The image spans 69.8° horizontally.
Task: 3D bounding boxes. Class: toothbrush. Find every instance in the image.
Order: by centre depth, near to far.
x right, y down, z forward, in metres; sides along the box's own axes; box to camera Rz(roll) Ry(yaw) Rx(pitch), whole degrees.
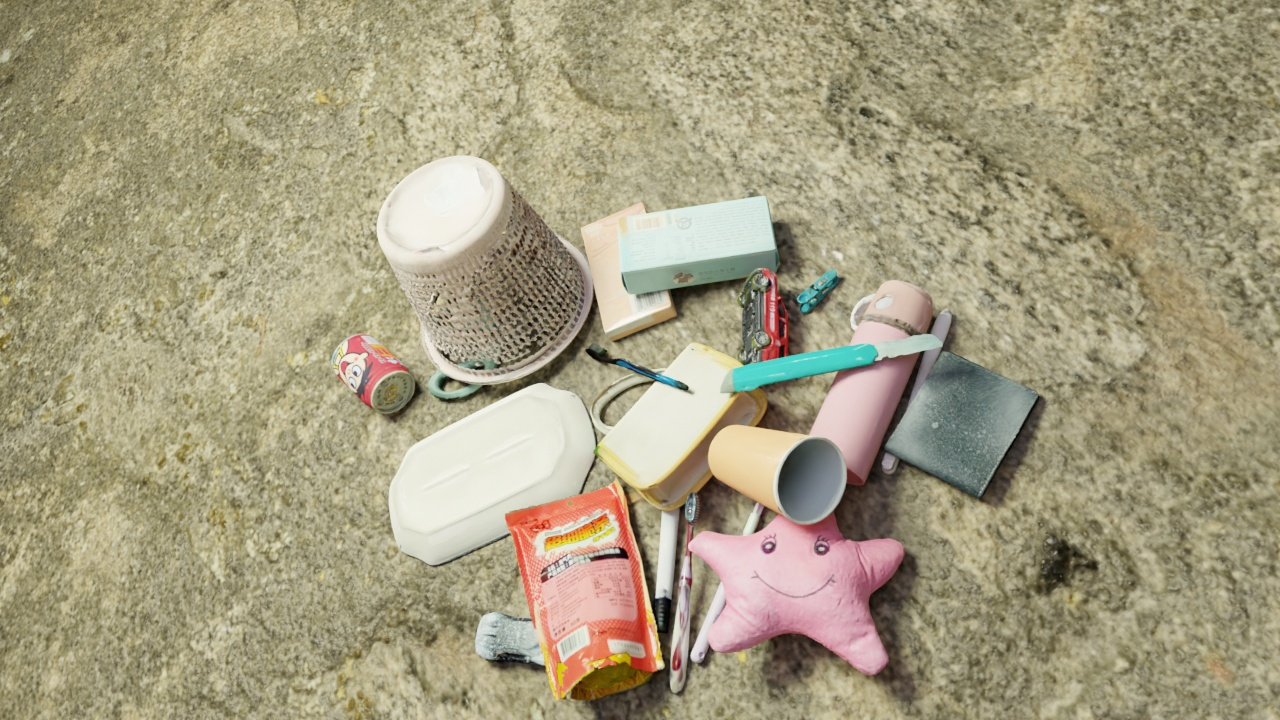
[{"bbox_3d":[0.042,0.219,0.873,0.016,0.017,0.187,4,77,12],"label":"toothbrush"},{"bbox_3d":[0.091,0.200,0.880,0.189,0.029,0.021,-64,17,-13],"label":"toothbrush"},{"bbox_3d":[0.269,0.027,0.890,0.016,0.016,0.180,17,73,27],"label":"toothbrush"},{"bbox_3d":[-0.006,0.006,0.989,0.016,0.014,0.190,-45,34,-18],"label":"toothbrush"}]

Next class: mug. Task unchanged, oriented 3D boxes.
[{"bbox_3d":[0.119,0.098,0.843,0.078,0.078,0.123,-58,27,-11],"label":"mug"}]

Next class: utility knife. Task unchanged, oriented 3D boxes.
[{"bbox_3d":[0.176,0.003,0.864,0.209,0.013,0.029,-11,59,15],"label":"utility knife"}]

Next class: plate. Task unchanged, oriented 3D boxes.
[{"bbox_3d":[-0.177,0.121,1.028,0.266,0.034,0.162,-25,57,10],"label":"plate"}]

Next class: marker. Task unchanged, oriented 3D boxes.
[{"bbox_3d":[0.024,0.203,0.909,0.023,0.018,0.130,-10,61,30],"label":"marker"}]

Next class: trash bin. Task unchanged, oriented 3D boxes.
[{"bbox_3d":[-0.188,-0.116,1.045,0.228,0.192,0.227,-9,56,13],"label":"trash bin"}]

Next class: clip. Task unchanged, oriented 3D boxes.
[{"bbox_3d":[0.189,-0.074,0.975,0.057,0.048,0.014,-42,55,-6],"label":"clip"}]

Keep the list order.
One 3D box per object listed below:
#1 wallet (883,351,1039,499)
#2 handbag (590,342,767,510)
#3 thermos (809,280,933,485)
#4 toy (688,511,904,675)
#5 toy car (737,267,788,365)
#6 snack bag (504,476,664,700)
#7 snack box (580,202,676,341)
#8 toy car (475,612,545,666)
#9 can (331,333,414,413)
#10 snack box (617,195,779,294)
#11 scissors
[{"bbox_3d":[0.298,0.057,0.852,0.097,0.019,0.120,29,74,24],"label":"wallet"},{"bbox_3d":[0.026,0.057,0.963,0.163,0.063,0.179,-48,39,-8],"label":"handbag"},{"bbox_3d":[0.216,0.017,0.893,0.087,0.067,0.198,7,67,51],"label":"thermos"},{"bbox_3d":[0.136,0.186,0.831,0.195,0.075,0.178,4,55,17],"label":"toy"},{"bbox_3d":[0.129,-0.038,0.964,0.045,0.053,0.120,7,67,-16],"label":"toy car"},{"bbox_3d":[-0.055,0.221,0.907,0.128,0.073,0.207,-18,53,-2],"label":"snack bag"},{"bbox_3d":[-0.015,-0.106,1.076,0.084,0.026,0.157,-21,58,12],"label":"snack box"},{"bbox_3d":[-0.119,0.281,0.924,0.106,0.031,0.048,-2,66,21],"label":"toy car"},{"bbox_3d":[-0.328,0.017,1.129,0.094,0.066,0.066,36,82,33],"label":"can"},{"bbox_3d":[0.062,-0.127,1.019,0.175,0.052,0.074,-8,62,6],"label":"snack box"},{"bbox_3d":[-0.192,-0.010,1.113,0.178,0.019,0.169,1,64,21],"label":"scissors"}]
